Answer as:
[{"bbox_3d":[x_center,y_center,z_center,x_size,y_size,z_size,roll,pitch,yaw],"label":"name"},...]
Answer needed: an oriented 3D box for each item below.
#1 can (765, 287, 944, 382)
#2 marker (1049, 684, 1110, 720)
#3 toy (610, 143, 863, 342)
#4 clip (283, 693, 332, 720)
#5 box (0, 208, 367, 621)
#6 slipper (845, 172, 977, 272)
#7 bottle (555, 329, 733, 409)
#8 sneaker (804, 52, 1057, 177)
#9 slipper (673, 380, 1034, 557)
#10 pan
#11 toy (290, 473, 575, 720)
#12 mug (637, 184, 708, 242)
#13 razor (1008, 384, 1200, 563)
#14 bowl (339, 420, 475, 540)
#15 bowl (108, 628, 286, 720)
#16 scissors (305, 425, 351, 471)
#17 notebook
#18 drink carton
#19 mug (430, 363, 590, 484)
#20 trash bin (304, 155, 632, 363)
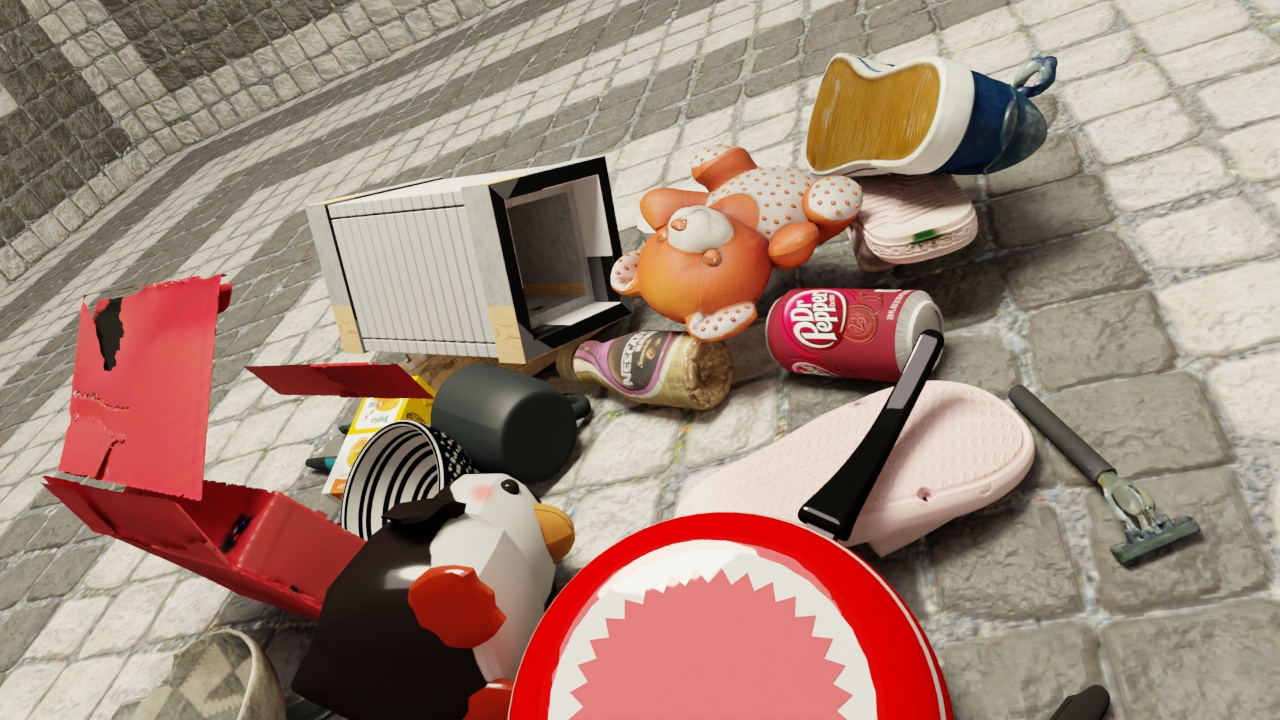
[{"bbox_3d":[0.150,-0.019,0.650,0.114,0.063,0.063,6,45,43],"label":"can"},{"bbox_3d":[0.157,0.191,0.392,0.138,0.016,0.022,-41,2,-18],"label":"marker"},{"bbox_3d":[0.066,-0.096,0.703,0.164,0.093,0.172,29,63,36],"label":"toy"},{"bbox_3d":[-0.214,0.220,0.632,0.174,0.030,0.158,-4,41,37],"label":"clip"},{"bbox_3d":[-0.304,0.068,0.597,0.211,0.319,0.120,-1,34,40],"label":"box"},{"bbox_3d":[0.212,-0.109,0.731,0.094,0.064,0.239,-18,19,10],"label":"slipper"},{"bbox_3d":[-0.004,0.004,0.744,0.166,0.060,0.059,4,44,45],"label":"bottle"},{"bbox_3d":[0.224,-0.193,0.735,0.127,0.121,0.294,9,14,-14],"label":"sneaker"},{"bbox_3d":[0.126,0.076,0.541,0.221,0.056,0.106,-20,33,-4],"label":"slipper"},{"bbox_3d":[0.074,0.111,0.451,0.209,0.067,0.355,22,67,28],"label":"pan"},{"bbox_3d":[-0.116,0.140,0.570,0.140,0.159,0.183,-13,17,14],"label":"toy"},{"bbox_3d":[0.063,-0.105,0.818,0.105,0.089,0.073,-26,31,4],"label":"mug"},{"bbox_3d":[0.244,0.053,0.511,0.043,0.022,0.144,-25,31,4],"label":"razor"},{"bbox_3d":[-0.165,0.111,0.700,0.120,0.066,0.120,-15,66,36],"label":"bowl"},{"bbox_3d":[-0.278,0.263,0.563,0.179,0.081,0.178,-32,27,18],"label":"bowl"},{"bbox_3d":[-0.264,0.086,0.873,0.123,0.019,0.148,-30,33,-3],"label":"scissors"},{"bbox_3d":[-0.147,-0.014,0.919,0.225,0.024,0.167,-34,33,-9],"label":"notebook"},{"bbox_3d":[-0.226,0.077,0.807,0.059,0.040,0.122,-7,52,29],"label":"drink carton"},{"bbox_3d":[-0.094,0.048,0.744,0.121,0.085,0.095,-15,19,-39],"label":"mug"},{"bbox_3d":[-0.158,-0.092,0.835,0.247,0.142,0.142,3,20,38],"label":"trash bin"}]
